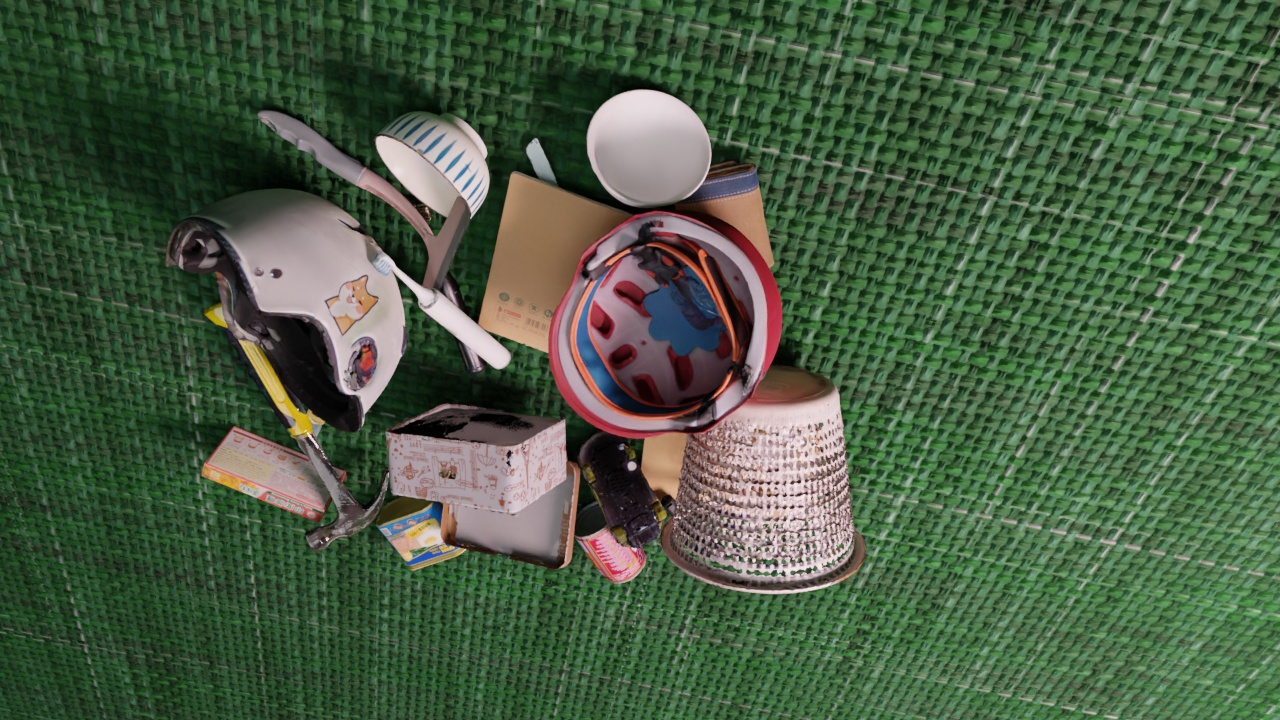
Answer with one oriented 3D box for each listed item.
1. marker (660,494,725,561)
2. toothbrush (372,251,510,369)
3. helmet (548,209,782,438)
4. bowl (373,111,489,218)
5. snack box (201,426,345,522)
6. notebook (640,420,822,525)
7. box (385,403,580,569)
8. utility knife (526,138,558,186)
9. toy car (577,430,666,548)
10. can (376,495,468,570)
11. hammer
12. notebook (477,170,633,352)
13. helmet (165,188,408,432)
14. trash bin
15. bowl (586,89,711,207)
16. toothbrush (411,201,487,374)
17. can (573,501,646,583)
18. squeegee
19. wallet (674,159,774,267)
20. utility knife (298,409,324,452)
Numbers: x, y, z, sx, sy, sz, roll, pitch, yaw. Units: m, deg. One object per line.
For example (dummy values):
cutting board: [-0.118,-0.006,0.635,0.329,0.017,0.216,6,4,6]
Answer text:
marker: [0.069,0.215,1.172,0.020,0.022,0.132,-43,123,-4]
toothbrush: [-0.209,-0.052,0.980,0.027,0.026,0.221,11,158,34]
helmet: [0.035,-0.040,0.906,0.241,0.143,0.207,-35,90,33]
bowl: [-0.193,-0.198,0.895,0.116,0.066,0.117,34,163,12]
snack box: [-0.467,0.145,1.175,0.155,0.076,0.027,24,124,-9]
notebook: [0.105,0.130,1.127,0.211,0.012,0.150,8,124,2]
box: [-0.183,0.161,1.074,0.183,0.156,0.193,5,102,24]
utility knife: [-0.073,-0.138,0.960,0.034,0.018,0.204,-10,124,23]
toy car: [-0.023,0.157,1.122,0.070,0.042,0.158,-27,102,-15]
can: [-0.286,0.221,1.216,0.102,0.057,0.083,-21,117,20]
hammer: [-0.414,0.069,1.106,0.126,0.032,0.323,-28,107,-12]
notebook: [-0.089,-0.089,0.984,0.148,0.008,0.208,20,129,0]
helmet: [-0.338,-0.069,0.955,0.230,0.156,0.274,19,148,40]
trash bin: [0.134,0.114,0.997,0.227,0.227,0.192,1,106,7]
bowl: [0.003,-0.190,0.879,0.118,0.118,0.065,19,163,-5]
toothbrush: [-0.212,-0.078,1.018,0.027,0.026,0.213,0,124,20]
can: [-0.039,0.235,1.184,0.067,0.066,0.094,-20,119,20]
squeegee: [-0.282,-0.179,0.938,0.249,0.040,0.248,40,151,-4]
wallet: [0.083,-0.141,0.931,0.090,0.033,0.115,-8,124,16]
utility knife: [-0.389,0.046,1.138,0.031,0.021,0.207,32,127,-7]
